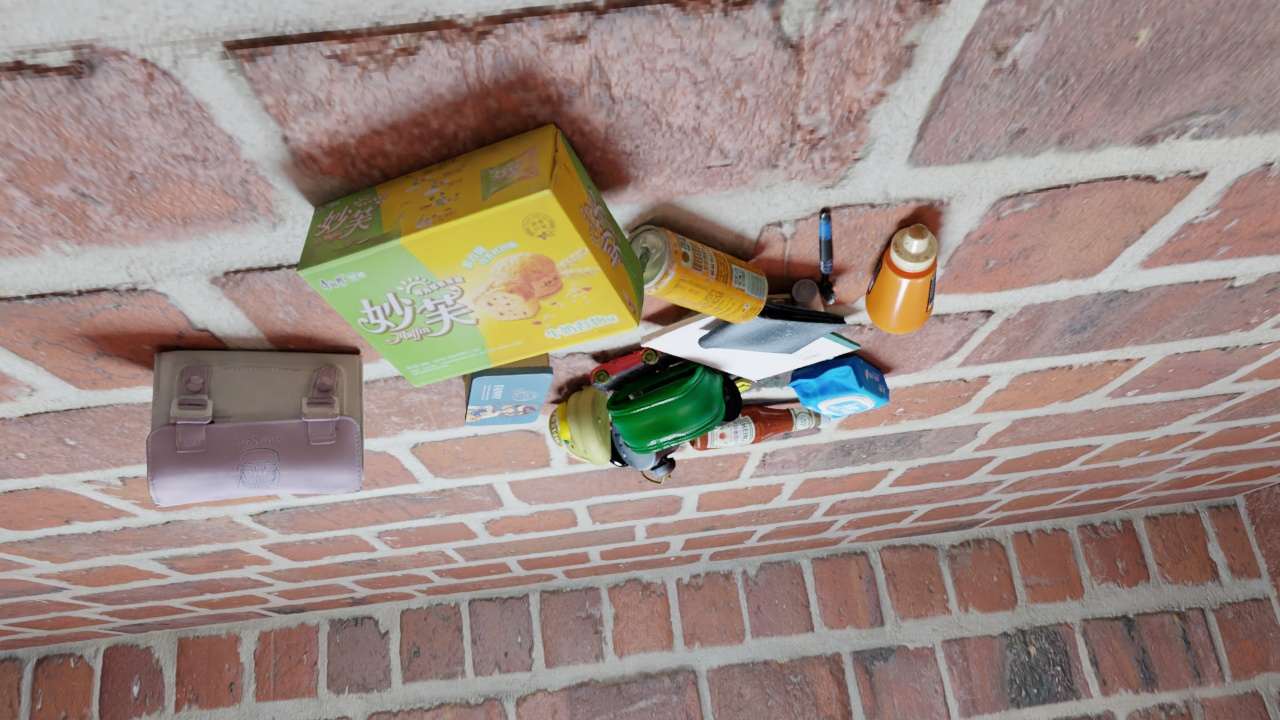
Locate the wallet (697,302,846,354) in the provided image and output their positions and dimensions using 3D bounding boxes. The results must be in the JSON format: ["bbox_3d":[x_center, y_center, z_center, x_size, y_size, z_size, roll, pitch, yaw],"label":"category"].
[{"bbox_3d":[0.133,-0.030,0.932,0.120,0.019,0.097,5,160,-28],"label":"wallet"}]

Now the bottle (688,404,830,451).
[{"bbox_3d":[0.170,0.090,1.312,0.206,0.059,0.060,-6,160,-11],"label":"bottle"}]

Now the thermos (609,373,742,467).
[{"bbox_3d":[0.043,0.081,1.249,0.089,0.068,0.243,-29,179,-39],"label":"thermos"}]

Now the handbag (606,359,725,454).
[{"bbox_3d":[0.035,0.047,1.084,0.132,0.068,0.120,-19,-160,24],"label":"handbag"}]

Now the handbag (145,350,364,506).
[{"bbox_3d":[-0.381,0.066,0.922,0.196,0.144,0.099,0,162,-22],"label":"handbag"}]

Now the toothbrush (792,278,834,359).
[{"bbox_3d":[0.195,-0.037,1.017,0.026,0.026,0.221,9,165,19],"label":"toothbrush"}]

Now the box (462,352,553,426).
[{"bbox_3d":[-0.147,0.019,1.003,0.089,0.059,0.185,-4,161,-13],"label":"box"}]

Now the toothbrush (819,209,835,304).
[{"bbox_3d":[0.178,-0.094,0.873,0.014,0.016,0.189,-18,158,5],"label":"toothbrush"}]

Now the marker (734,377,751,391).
[{"bbox_3d":[0.106,0.047,1.234,0.018,0.015,0.124,12,154,-32],"label":"marker"}]

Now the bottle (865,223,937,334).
[{"bbox_3d":[0.254,-0.082,0.877,0.067,0.066,0.150,-9,153,3],"label":"bottle"}]

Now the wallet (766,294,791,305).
[{"bbox_3d":[0.125,-0.041,0.989,0.087,0.024,0.115,-11,159,6],"label":"wallet"}]

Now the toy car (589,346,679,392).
[{"bbox_3d":[-0.006,0.006,1.057,0.106,0.031,0.049,-21,160,15],"label":"toy car"}]

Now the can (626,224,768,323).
[{"bbox_3d":[0.050,-0.075,0.818,0.058,0.058,0.145,-24,154,38],"label":"can"}]

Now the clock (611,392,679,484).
[{"bbox_3d":[0.009,0.106,1.184,0.055,0.122,0.082,-24,-153,-39],"label":"clock"}]

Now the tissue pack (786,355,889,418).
[{"bbox_3d":[0.265,0.038,1.212,0.095,0.052,0.157,-19,157,28],"label":"tissue pack"}]

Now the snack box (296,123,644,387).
[{"bbox_3d":[-0.122,-0.069,0.692,0.210,0.069,0.158,-14,140,18],"label":"snack box"}]

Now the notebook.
[{"bbox_3d":[0.124,-0.019,1.000,0.151,0.012,0.209,-20,155,38],"label":"notebook"}]

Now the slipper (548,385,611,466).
[{"bbox_3d":[-0.078,0.094,1.192,0.081,0.091,0.191,-5,163,1],"label":"slipper"}]
